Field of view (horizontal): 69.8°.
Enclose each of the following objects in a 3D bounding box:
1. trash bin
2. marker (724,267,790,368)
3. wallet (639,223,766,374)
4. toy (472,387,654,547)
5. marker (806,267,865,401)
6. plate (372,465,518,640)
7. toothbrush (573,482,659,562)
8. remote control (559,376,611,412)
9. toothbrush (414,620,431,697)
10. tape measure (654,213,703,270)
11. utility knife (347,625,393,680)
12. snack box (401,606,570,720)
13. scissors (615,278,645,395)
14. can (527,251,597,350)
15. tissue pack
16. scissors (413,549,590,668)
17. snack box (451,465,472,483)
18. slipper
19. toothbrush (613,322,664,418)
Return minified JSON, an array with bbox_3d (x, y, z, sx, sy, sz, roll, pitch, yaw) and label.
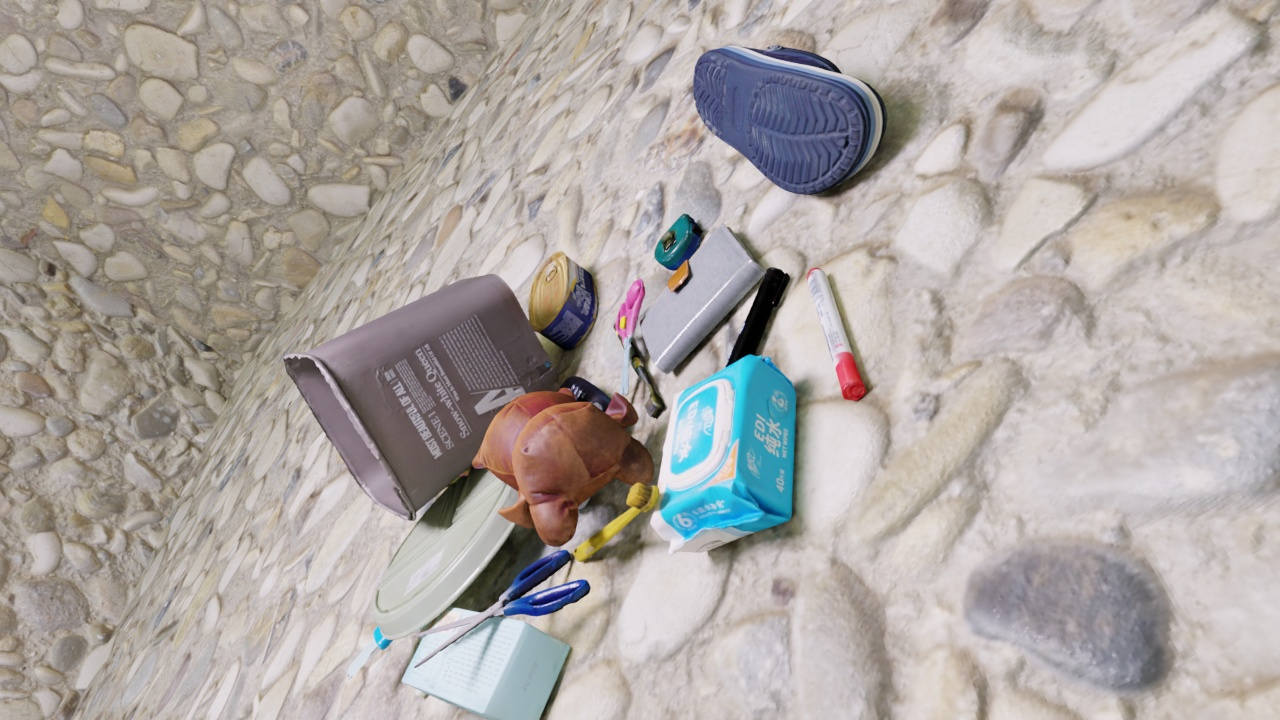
[{"bbox_3d":[-0.228,0.027,0.990,0.219,0.199,0.199,-34,18,-25],"label":"trash bin"},{"bbox_3d":[0.091,-0.018,0.752,0.022,0.020,0.131,12,66,31],"label":"marker"},{"bbox_3d":[0.050,-0.062,0.851,0.130,0.037,0.106,-48,28,15],"label":"wallet"},{"bbox_3d":[-0.072,0.083,0.798,0.140,0.130,0.200,-33,23,-20],"label":"toy"},{"bbox_3d":[0.141,-0.024,0.674,0.017,0.017,0.145,-41,29,27],"label":"marker"},{"bbox_3d":[-0.189,0.174,0.918,0.230,0.027,0.229,-42,17,16],"label":"plate"},{"bbox_3d":[-0.024,0.127,0.706,0.191,0.016,0.015,128,160,-59],"label":"toothbrush"},{"bbox_3d":[-0.048,0.053,0.894,0.053,0.024,0.136,-62,31,4],"label":"remote control"},{"bbox_3d":[-0.215,0.261,0.947,0.029,0.020,0.189,-49,27,28],"label":"toothbrush"},{"bbox_3d":[0.038,-0.122,0.954,0.058,0.025,0.054,-48,26,17],"label":"tape measure"},{"bbox_3d":[-0.236,0.249,0.943,0.034,0.018,0.185,15,58,45],"label":"utility knife"},{"bbox_3d":[-0.134,0.257,0.773,0.175,0.051,0.074,-14,46,54],"label":"snack box"},{"bbox_3d":[-0.009,-0.022,0.884,0.137,0.017,0.077,-90,22,-44],"label":"scissors"},{"bbox_3d":[-0.092,-0.072,1.088,0.075,0.049,0.148,-45,28,20],"label":"can"},{"bbox_3d":[0.060,0.067,0.653,0.090,0.063,0.139,-31,35,40],"label":"tissue pack"},{"bbox_3d":[-0.108,0.198,0.747,0.176,0.012,0.162,-20,9,28],"label":"scissors"},{"bbox_3d":[-0.213,0.082,1.134,0.087,0.033,0.140,-25,41,47],"label":"snack box"},{"bbox_3d":[0.139,-0.227,0.838,0.095,0.105,0.253,-20,34,-21],"label":"slipper"},{"bbox_3d":[-0.005,0.005,0.895,0.017,0.012,0.185,-60,24,17],"label":"toothbrush"}]
